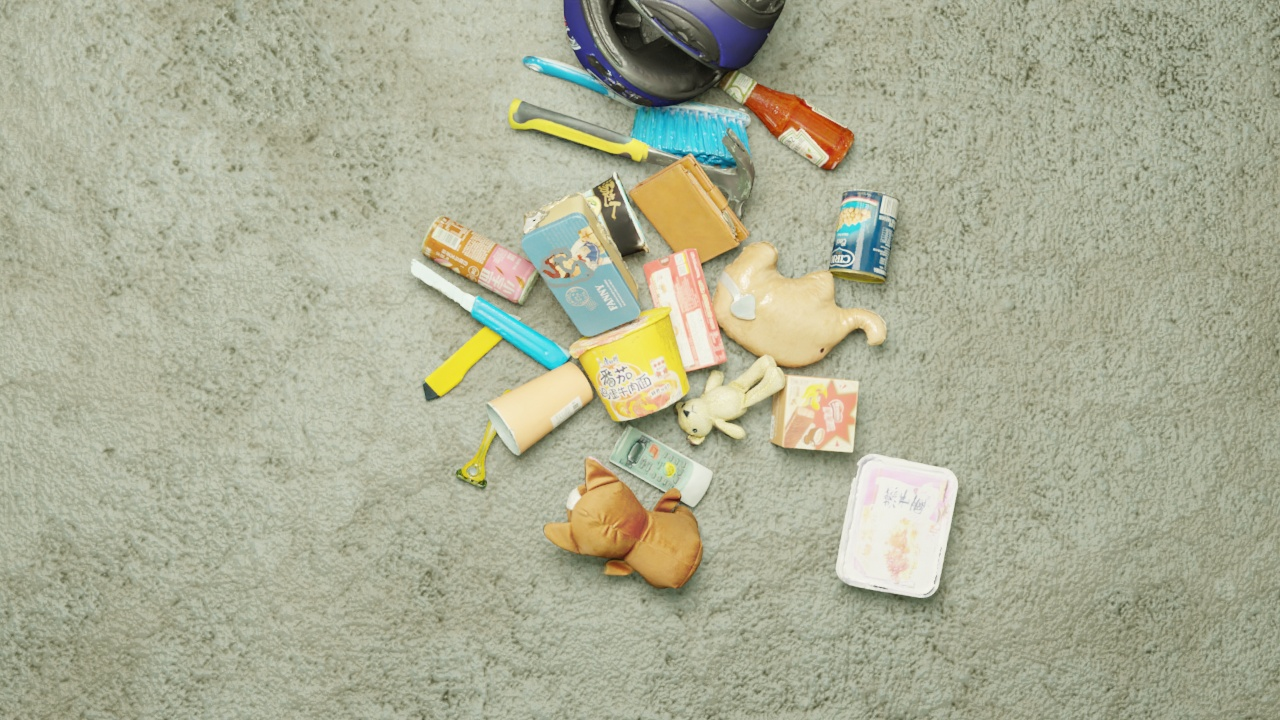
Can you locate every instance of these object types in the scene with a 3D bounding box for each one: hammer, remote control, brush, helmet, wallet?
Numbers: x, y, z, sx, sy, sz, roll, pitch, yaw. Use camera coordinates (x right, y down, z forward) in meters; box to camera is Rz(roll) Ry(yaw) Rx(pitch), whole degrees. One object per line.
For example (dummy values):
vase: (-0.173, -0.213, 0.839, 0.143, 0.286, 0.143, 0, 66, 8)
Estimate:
hammer: (-0.012, -0.271, 1.161, 0.323, 0.126, 0.031, 19, 51, 4)
remote control: (0.028, 0.140, 1.218, 0.135, 0.019, 0.056, 30, 89, -3)
brush: (-0.006, -0.323, 1.199, 0.314, 0.060, 0.109, 8, 85, -1)
helmet: (0.026, -0.419, 1.080, 0.247, 0.314, 0.241, 29, 132, -24)
wallet: (0.061, -0.187, 1.167, 0.132, 0.108, 0.031, 49, 44, -20)

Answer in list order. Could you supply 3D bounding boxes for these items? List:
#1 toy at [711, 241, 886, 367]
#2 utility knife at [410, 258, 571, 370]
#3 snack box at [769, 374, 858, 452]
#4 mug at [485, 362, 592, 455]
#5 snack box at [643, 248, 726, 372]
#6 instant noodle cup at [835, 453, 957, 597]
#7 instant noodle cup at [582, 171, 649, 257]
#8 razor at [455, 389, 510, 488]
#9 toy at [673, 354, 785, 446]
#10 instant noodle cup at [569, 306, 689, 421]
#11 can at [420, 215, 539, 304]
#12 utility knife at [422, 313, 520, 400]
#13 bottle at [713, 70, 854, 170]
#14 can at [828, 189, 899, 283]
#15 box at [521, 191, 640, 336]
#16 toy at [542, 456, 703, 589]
toy: (0.203, -0.056, 1.196, 0.226, 0.082, 0.143, 25, 107, -7)
utility knife: (-0.195, -0.059, 1.185, 0.236, 0.018, 0.034, 34, 91, -14)
snack box: (0.226, 0.068, 1.199, 0.094, 0.077, 0.093, 5, 90, -4)
mug: (-0.126, 0.057, 1.173, 0.122, 0.078, 0.078, -32, 92, -19)
snack box: (0.058, -0.063, 1.193, 0.025, 0.075, 0.153, -17, 91, -47)
instant noodle cup: (0.332, 0.216, 1.216, 0.138, 0.060, 0.173, 11, 89, -3)
instant noodle cup: (-0.064, -0.166, 1.172, 0.120, 0.111, 0.111, -23, 92, 4)
razor: (-0.198, 0.099, 1.204, 0.043, 0.028, 0.132, 24, 87, 0)
toy: (0.115, 0.049, 1.186, 0.157, 0.066, 0.105, -33, 63, 19)
instant noodle cup: (-0.007, 0.007, 1.164, 0.138, 0.138, 0.110, -22, 100, -3)
can: (-0.206, -0.129, 1.184, 0.147, 0.058, 0.058, 28, 89, -3)
utility knife: (-0.223, -0.007, 1.205, 0.164, 0.015, 0.033, -42, 100, -3)
bottle: (0.182, -0.325, 1.203, 0.206, 0.060, 0.060, 32, 89, -3)
can: (0.293, -0.163, 1.202, 0.075, 0.075, 0.111, 11, 89, -3)
box: (-0.068, -0.111, 1.119, 0.090, 0.061, 0.184, -23, 126, 16)
toy: (-0.016, 0.211, 1.171, 0.199, 0.130, 0.140, 27, 87, -24)
